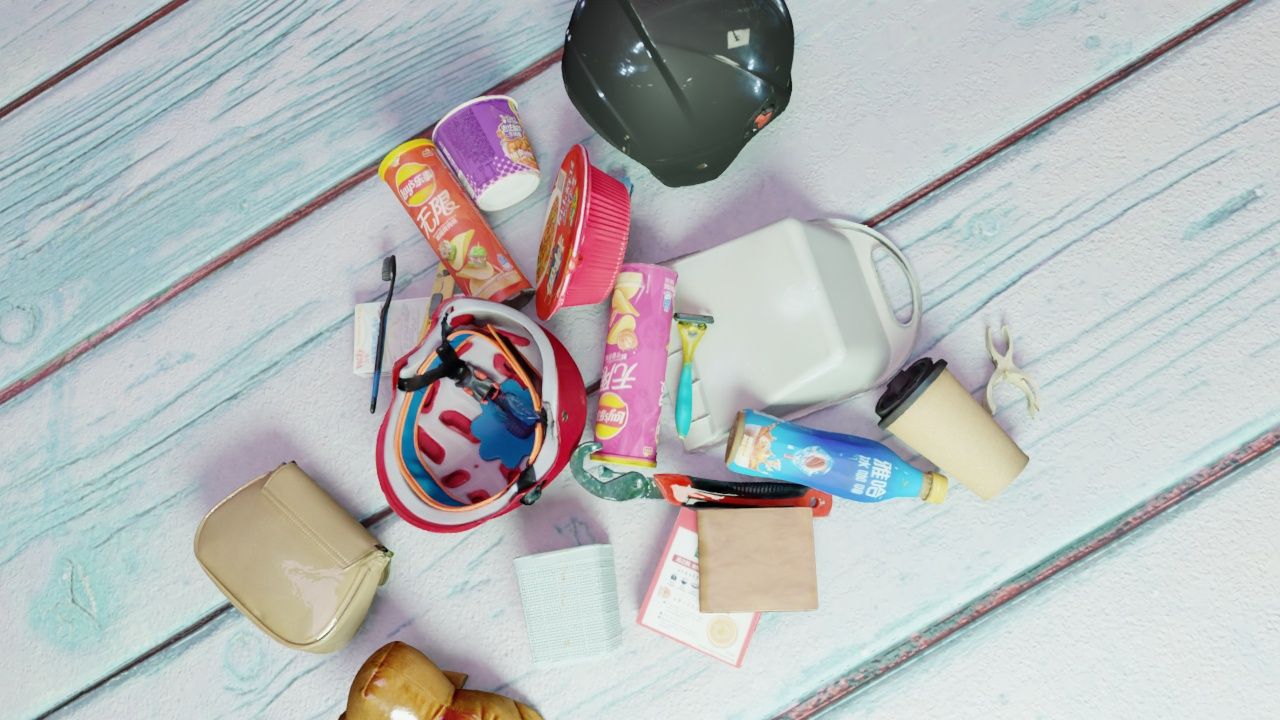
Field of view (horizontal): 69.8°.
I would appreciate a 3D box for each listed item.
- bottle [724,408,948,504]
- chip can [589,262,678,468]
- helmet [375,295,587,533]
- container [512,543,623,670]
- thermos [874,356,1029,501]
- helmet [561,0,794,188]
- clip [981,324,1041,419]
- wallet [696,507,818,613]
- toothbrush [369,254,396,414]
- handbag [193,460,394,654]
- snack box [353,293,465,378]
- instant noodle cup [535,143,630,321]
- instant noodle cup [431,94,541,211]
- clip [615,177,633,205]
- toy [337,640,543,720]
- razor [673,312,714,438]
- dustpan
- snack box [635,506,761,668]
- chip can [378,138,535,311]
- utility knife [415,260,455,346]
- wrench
[{"bbox_3d":[0.196,0.104,0.916,0.218,0.065,0.065,14,79,-1],"label":"bottle"},{"bbox_3d":[-0.006,0.006,0.974,0.071,0.071,0.210,6,83,12],"label":"chip can"},{"bbox_3d":[-0.154,0.063,0.965,0.207,0.143,0.240,39,101,22],"label":"helmet"},{"bbox_3d":[-0.070,0.248,0.929,0.090,0.090,0.111,-11,77,8],"label":"container"},{"bbox_3d":[0.305,0.067,0.904,0.143,0.093,0.093,43,87,9],"label":"thermos"},{"bbox_3d":[0.050,-0.339,0.991,0.274,0.231,0.233,-23,74,-16],"label":"helmet"},{"bbox_3d":[0.382,0.017,0.927,0.092,0.035,0.103,16,72,18],"label":"clip"},{"bbox_3d":[0.113,0.194,0.894,0.115,0.020,0.101,-2,74,7],"label":"wallet"},{"bbox_3d":[-0.298,-0.032,1.052,0.016,0.014,0.189,1,77,12],"label":"toothbrush"},{"bbox_3d":[-0.371,0.215,0.993,0.204,0.100,0.147,38,78,17],"label":"handbag"},{"bbox_3d":[-0.255,-0.029,1.065,0.157,0.027,0.084,-5,75,10],"label":"snack box"},{"bbox_3d":[-0.061,-0.133,0.993,0.065,0.194,0.193,9,76,-18],"label":"instant noodle cup"},{"bbox_3d":[-0.171,-0.236,1.064,0.111,0.111,0.099,-29,82,2],"label":"instant noodle cup"},{"bbox_3d":[-0.020,-0.182,1.064,0.026,0.038,0.058,-4,74,8],"label":"clip"},{"bbox_3d":[-0.197,0.367,0.909,0.199,0.131,0.139,22,42,5],"label":"toy"},{"bbox_3d":[0.050,0.017,0.970,0.043,0.028,0.132,5,90,-9],"label":"razor"},{"bbox_3d":[0.159,-0.042,0.997,0.258,0.142,0.222,-27,70,34],"label":"dustpan"},{"bbox_3d":[0.071,0.228,0.927,0.113,0.044,0.127,20,80,15],"label":"snack box"},{"bbox_3d":[-0.204,-0.144,1.030,0.073,0.073,0.216,-36,84,0],"label":"chip can"},{"bbox_3d":[-0.232,-0.068,1.051,0.031,0.020,0.196,10,71,6],"label":"utility knife"},{"bbox_3d":[0.062,0.128,0.927,0.273,0.016,0.056,10,92,-6],"label":"wrench"}]
